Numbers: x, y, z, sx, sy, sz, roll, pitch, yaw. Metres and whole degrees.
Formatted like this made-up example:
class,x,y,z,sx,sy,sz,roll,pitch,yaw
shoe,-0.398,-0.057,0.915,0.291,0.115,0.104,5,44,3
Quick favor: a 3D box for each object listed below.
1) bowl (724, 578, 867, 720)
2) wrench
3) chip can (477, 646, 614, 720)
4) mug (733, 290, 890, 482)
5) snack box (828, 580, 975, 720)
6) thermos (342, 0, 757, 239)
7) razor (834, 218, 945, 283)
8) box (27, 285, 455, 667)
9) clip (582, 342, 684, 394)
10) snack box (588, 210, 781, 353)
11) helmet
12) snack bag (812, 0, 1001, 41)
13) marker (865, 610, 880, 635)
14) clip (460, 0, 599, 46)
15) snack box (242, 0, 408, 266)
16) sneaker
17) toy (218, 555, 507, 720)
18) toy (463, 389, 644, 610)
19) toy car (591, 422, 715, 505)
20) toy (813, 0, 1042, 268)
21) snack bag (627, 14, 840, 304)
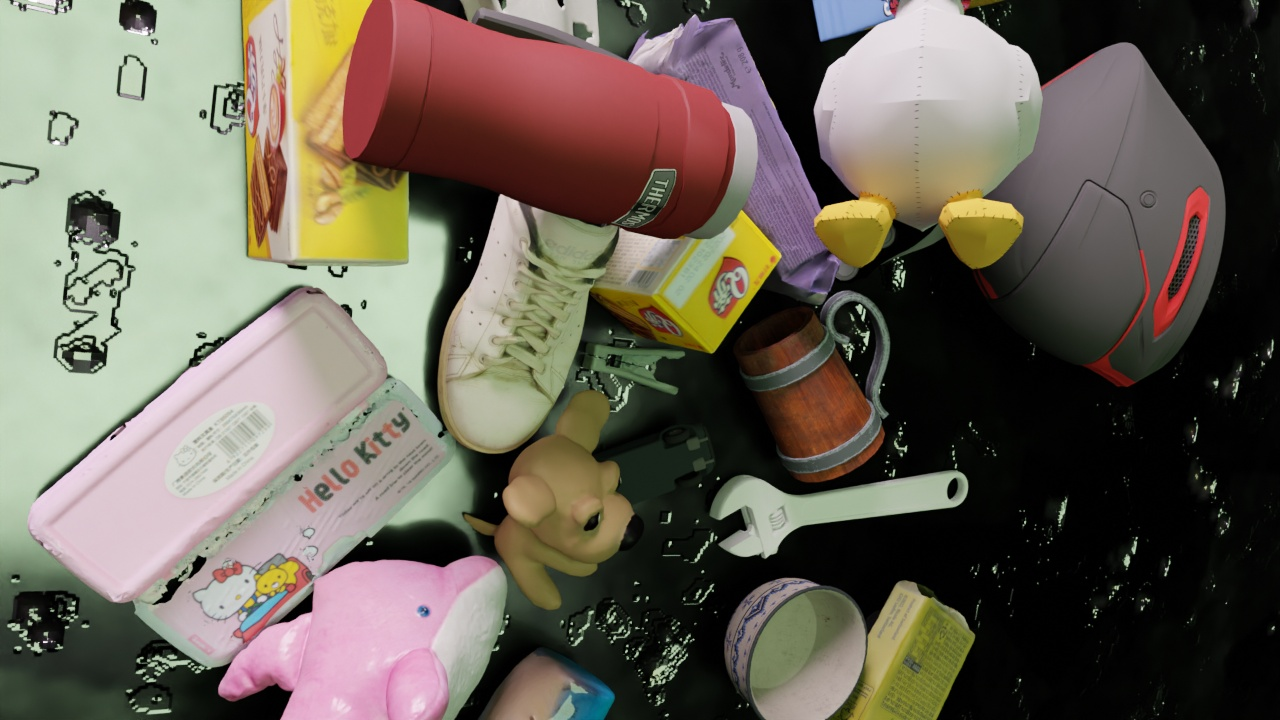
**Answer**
class,x,y,z,sx,sy,sz,roll,pitch,yaw
bowl,0.115,0.225,0.724,0.115,0.059,0.115,-4,99,-28
wrench,0.175,0.119,0.767,0.272,0.018,0.066,-2,98,-29
chip can,-0.105,0.307,0.612,0.080,0.080,0.229,35,80,-27
mug,0.139,0.014,0.692,0.117,0.081,0.111,-31,107,-1
snack box,0.214,0.286,0.786,0.121,0.045,0.180,40,77,-39
thermos,-0.042,-0.127,0.470,0.198,0.084,0.108,8,57,-32
razor,0.202,-0.105,0.731,0.155,0.060,0.057,-22,95,-44
box,-0.219,0.071,0.535,0.201,0.045,0.154,-44,115,-15
clip,-0.004,0.004,0.652,0.074,0.023,0.035,11,93,-27
snack box,0.024,-0.060,0.610,0.061,0.106,0.083,41,78,-28
helmet,0.352,-0.121,0.743,0.170,0.164,0.265,11,98,0
snack bag,0.215,-0.340,0.686,0.205,0.102,0.159,-16,105,-8
marker,0.169,0.273,0.782,0.138,0.016,0.022,-55,157,-11
clip,-0.092,-0.247,0.549,0.151,0.092,0.126,-12,101,-39
snack box,-0.171,-0.167,0.489,0.061,0.110,0.230,-3,98,-33
sneaker,-0.056,-0.054,0.570,0.088,0.102,0.241,13,90,-29
toy,-0.182,0.204,0.525,0.128,0.187,0.264,33,53,2
toy,-0.054,0.098,0.587,0.106,0.133,0.108,32,125,1
toy car,-0.002,0.078,0.654,0.112,0.034,0.046,-18,103,-9
toy,0.190,-0.187,0.609,0.247,0.141,0.267,52,44,-62
snack bag,0.061,-0.130,0.627,0.058,0.096,0.205,-35,111,-13
